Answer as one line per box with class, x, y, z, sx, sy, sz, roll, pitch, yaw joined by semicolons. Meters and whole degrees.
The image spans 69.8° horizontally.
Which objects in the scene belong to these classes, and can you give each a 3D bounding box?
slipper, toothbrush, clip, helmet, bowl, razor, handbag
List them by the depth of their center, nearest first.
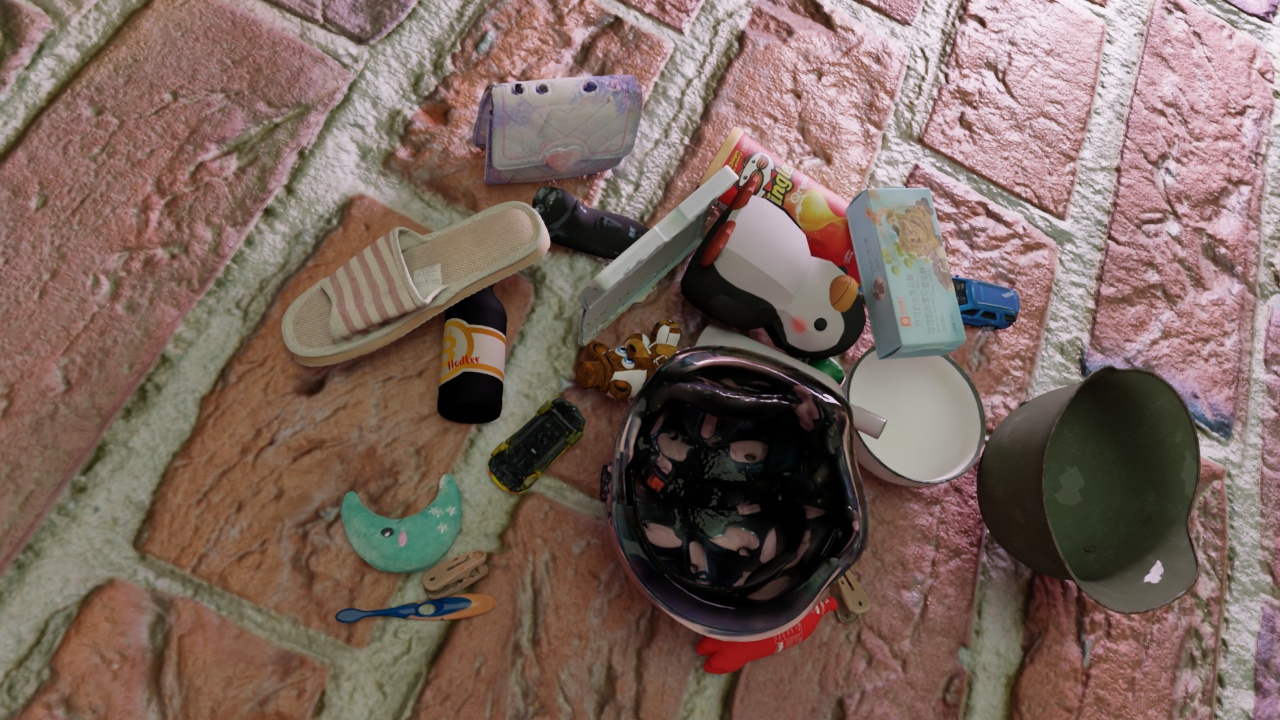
toothbrush;-0.192;0.215;0.790;0.135;0.017;0.021;-1;72;-18
clip;-0.160;0.184;0.799;0.061;0.050;0.026;14;22;-40
helmet;0.069;0.123;0.821;0.230;0.153;0.255;8;67;-15
slipper;-0.209;-0.080;0.848;0.262;0.052;0.115;-27;53;-10
clip;0.200;0.219;0.882;0.026;0.061;0.049;-3;96;-16
helmet;0.438;0.118;0.918;0.267;0.154;0.227;-29;96;-24
handbag;-0.086;-0.239;0.945;0.158;0.127;0.069;-10;73;-20
bowl;0.269;0.061;0.946;0.153;0.073;0.153;5;67;-12
razor;-0.045;-0.139;0.949;0.140;0.064;0.053;15;67;-12

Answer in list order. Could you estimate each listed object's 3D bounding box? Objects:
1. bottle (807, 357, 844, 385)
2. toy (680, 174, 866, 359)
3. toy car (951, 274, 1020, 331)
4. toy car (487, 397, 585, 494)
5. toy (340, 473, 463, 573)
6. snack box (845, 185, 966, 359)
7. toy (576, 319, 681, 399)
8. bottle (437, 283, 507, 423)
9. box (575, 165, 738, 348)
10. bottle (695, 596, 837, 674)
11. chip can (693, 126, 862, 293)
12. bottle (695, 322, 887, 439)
bottle;0.166;0.044;0.942;0.043;0.043;0.110;40;64;3
toy;0.139;-0.069;0.937;0.184;0.140;0.158;34;55;-7
toy car;0.375;-0.069;1.045;0.120;0.044;0.056;8;66;-11
toy car;-0.096;0.079;0.863;0.049;0.030;0.106;44;66;7
toy;-0.208;0.145;0.806;0.105;0.033;0.085;-7;59;-16
snack box;0.267;-0.089;0.932;0.075;0.053;0.174;-4;73;-15
toy;-0.005;0.005;0.900;0.112;0.067;0.087;-4;44;-30
bottle;-0.158;-0.034;0.877;0.059;0.059;0.181;5;67;-13
box;0.010;-0.106;0.910;0.044;0.136;0.196;44;64;8
bottle;0.120;0.247;0.844;0.141;0.042;0.042;-16;73;-21
chip can;0.170;-0.163;1.006;0.213;0.087;0.086;32;63;-2
bottle;0.146;0.025;0.899;0.195;0.052;0.052;26;61;22
